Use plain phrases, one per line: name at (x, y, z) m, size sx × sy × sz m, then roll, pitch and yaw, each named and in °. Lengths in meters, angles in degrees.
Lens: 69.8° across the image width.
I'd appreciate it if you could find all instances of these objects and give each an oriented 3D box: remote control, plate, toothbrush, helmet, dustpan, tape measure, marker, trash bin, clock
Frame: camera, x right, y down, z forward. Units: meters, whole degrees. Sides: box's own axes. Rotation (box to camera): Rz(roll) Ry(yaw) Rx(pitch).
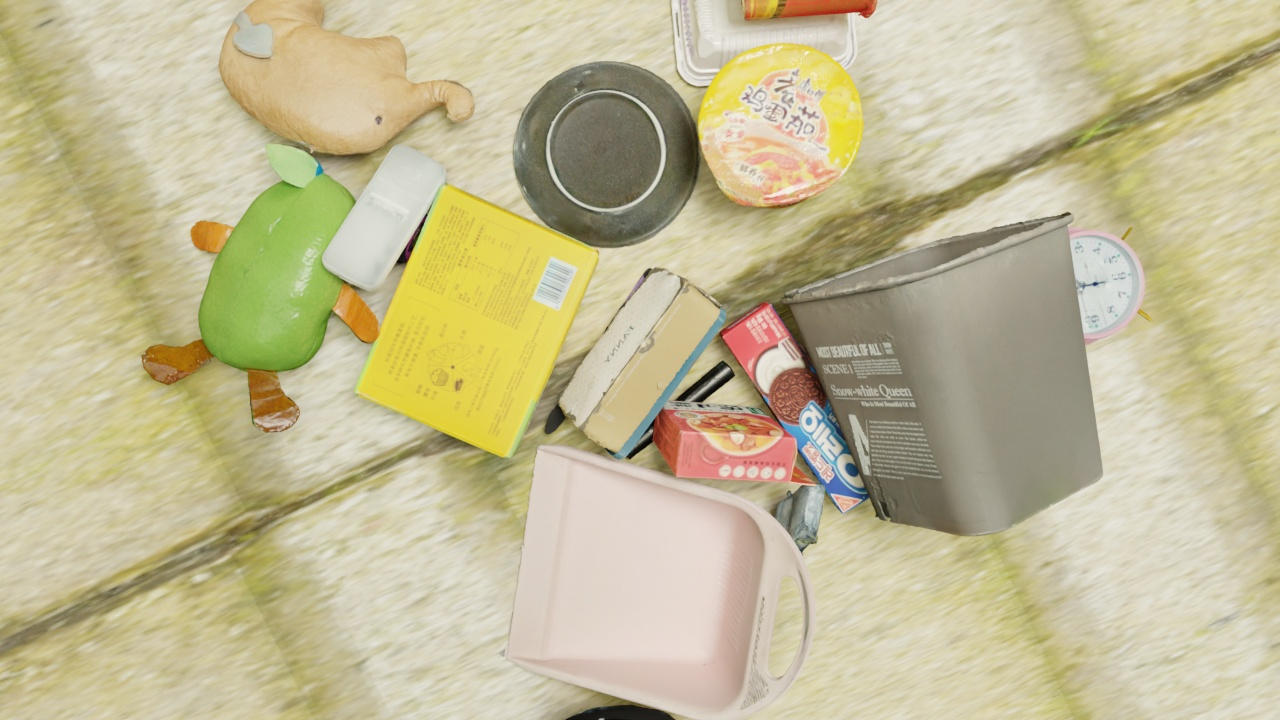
remote control at (-0.225, -0.127, 0.812) m, size 0.056 × 0.020 × 0.135 m, roll 27°, pitch 72°, yaw -3°
plate at (-0.032, -0.197, 0.870) m, size 0.179 × 0.024 × 0.179 m, roll 0°, pitch 93°, yaw -1°
toothbrush at (-0.040, -0.009, 0.886) m, size 0.014 × 0.017 × 0.189 m, roll 33°, pitch 89°, yaw -14°
helmet at (-0.032, 0.442, 0.800) m, size 0.233 × 0.229 × 0.275 m, roll 23°, pitch 133°, yaw 7°
dustpan at (0.010, 0.205, 0.832) m, size 0.273 × 0.139 × 0.222 m, roll 6°, pitch 93°, yaw -2°
tape measure at (-0.222, -0.120, 0.853) m, size 0.039 × 0.058 × 0.057 m, roll 27°, pitch 70°, yaw -5°
marker at (0.035, 0.047, 0.884) m, size 0.132 × 0.020 × 0.022 m, roll -39°, pitch 124°, yaw 1°
trash bin at (0.260, 0.013, 0.774) m, size 0.198 × 0.199 × 0.220 m, roll -19°, pitch 96°, yaw -22°
clock at (0.393, -0.065, 0.866) m, size 0.158 × 0.060 × 0.117 m, roll -13°, pitch 92°, yaw 1°

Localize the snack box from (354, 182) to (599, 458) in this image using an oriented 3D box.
snack box at (-0.148, -0.036, 0.852) m, size 0.157 × 0.070 × 0.210 m, roll 23°, pitch 92°, yaw -2°

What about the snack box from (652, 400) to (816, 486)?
snack box at (0.083, 0.072, 0.828) m, size 0.127 × 0.113 × 0.044 m, roll 5°, pitch 100°, yaw -11°

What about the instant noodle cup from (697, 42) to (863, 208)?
instant noodle cup at (0.123, -0.199, 0.824) m, size 0.138 × 0.109 × 0.138 m, roll 0°, pitch 90°, yaw 7°

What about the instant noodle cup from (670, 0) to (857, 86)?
instant noodle cup at (0.116, -0.334, 0.850) m, size 0.173 × 0.060 × 0.138 m, roll -5°, pitch 93°, yaw 0°

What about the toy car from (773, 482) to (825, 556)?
toy car at (0.143, 0.147, 0.841) m, size 0.037 × 0.121 × 0.054 m, roll 15°, pitch 69°, yaw 2°

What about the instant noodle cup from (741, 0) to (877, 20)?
instant noodle cup at (0.131, -0.348, 0.757) m, size 0.109 × 0.138 × 0.138 m, roll -8°, pitch 92°, yaw 7°

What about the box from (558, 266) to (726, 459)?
box at (-0.005, 0.005, 0.842) m, size 0.059 × 0.090 × 0.184 m, roll 33°, pitch 95°, yaw -27°

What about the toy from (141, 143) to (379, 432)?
toy at (-0.333, -0.066, 0.838) m, size 0.227 × 0.090 × 0.246 m, roll 27°, pitch 88°, yaw 10°

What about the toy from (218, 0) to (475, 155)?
toy at (-0.267, -0.247, 0.834) m, size 0.226 × 0.082 × 0.143 m, roll 26°, pitch 80°, yaw -3°

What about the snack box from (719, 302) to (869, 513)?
snack box at (0.155, 0.044, 0.868) m, size 0.058 × 0.057 × 0.207 m, roll -34°, pitch 93°, yaw 3°
